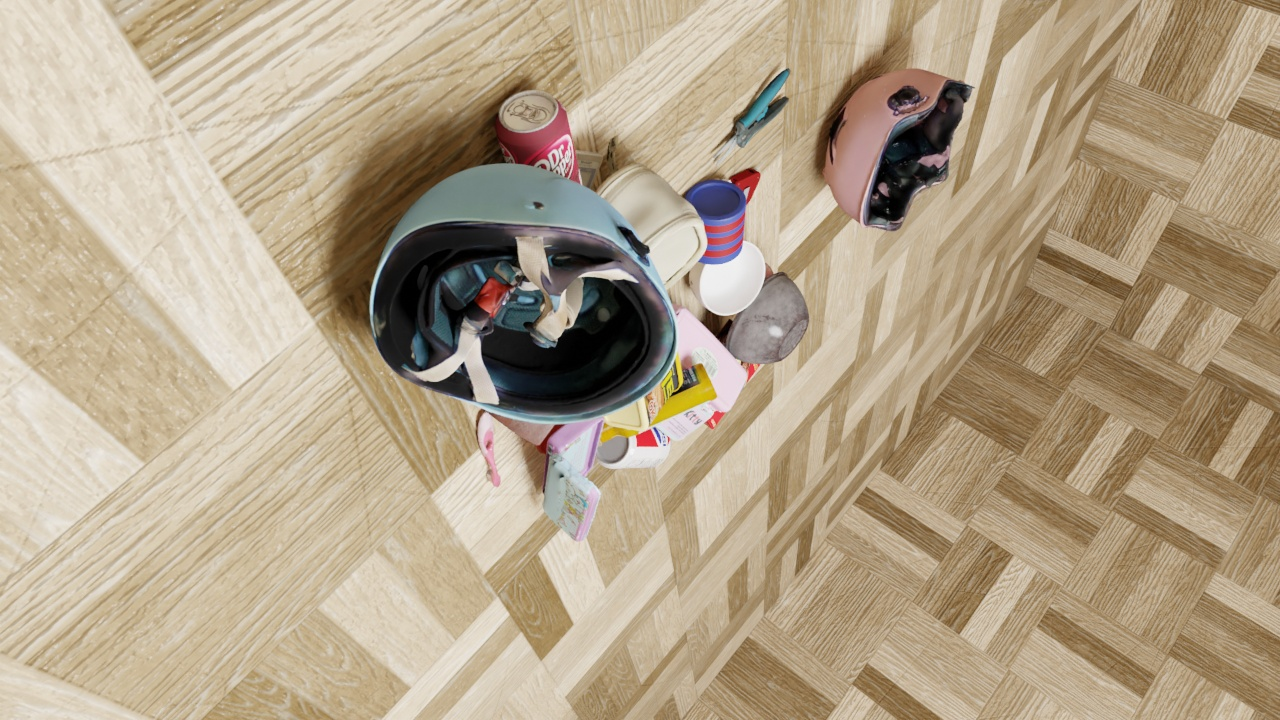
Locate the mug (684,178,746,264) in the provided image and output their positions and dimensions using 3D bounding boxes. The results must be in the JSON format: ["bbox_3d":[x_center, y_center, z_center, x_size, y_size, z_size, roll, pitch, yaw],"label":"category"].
[{"bbox_3d":[0.097,-0.186,1.152,0.076,0.075,0.111,87,19,-52],"label":"mug"}]

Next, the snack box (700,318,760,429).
[{"bbox_3d":[0.125,0.024,1.426,0.132,0.036,0.152,-53,157,-8],"label":"snack box"}]

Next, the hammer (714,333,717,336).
[{"bbox_3d":[0.119,-0.033,1.424,0.330,0.031,0.120,-23,140,-53],"label":"hammer"}]

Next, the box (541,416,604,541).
[{"bbox_3d":[-0.070,0.150,1.140,0.089,0.092,0.215,-37,165,-22],"label":"box"}]

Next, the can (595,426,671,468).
[{"bbox_3d":[-0.011,0.119,1.312,0.070,0.070,0.132,-60,154,9],"label":"can"}]

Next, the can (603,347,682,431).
[{"bbox_3d":[-0.007,0.007,1.125,0.100,0.073,0.131,-52,141,-45],"label":"can"}]

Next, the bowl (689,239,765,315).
[{"bbox_3d":[0.112,-0.119,1.242,0.104,0.054,0.105,-11,117,-23],"label":"bowl"}]

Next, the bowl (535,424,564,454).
[{"bbox_3d":[-0.097,0.055,1.127,0.121,0.035,0.122,-41,151,-29],"label":"bowl"}]

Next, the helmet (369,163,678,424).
[{"bbox_3d":[-0.090,-0.062,0.790,0.265,0.166,0.226,33,126,-31],"label":"helmet"}]

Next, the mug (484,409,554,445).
[{"bbox_3d":[-0.126,0.018,0.989,0.123,0.096,0.110,38,82,-29],"label":"mug"}]

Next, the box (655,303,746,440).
[{"bbox_3d":[0.059,0.026,1.269,0.155,0.059,0.201,-51,134,-2],"label":"box"}]

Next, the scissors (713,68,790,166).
[{"bbox_3d":[0.144,-0.304,1.143,0.120,0.019,0.151,-14,138,-59],"label":"scissors"}]

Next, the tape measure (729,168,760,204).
[{"bbox_3d":[0.136,-0.225,1.220,0.058,0.019,0.051,-32,146,-41],"label":"tape measure"}]

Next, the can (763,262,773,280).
[{"bbox_3d":[0.149,-0.114,1.319,0.076,0.067,0.067,-6,125,-59],"label":"can"}]

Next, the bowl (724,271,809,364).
[{"bbox_3d":[0.192,-0.048,1.319,0.144,0.067,0.145,-41,154,-26],"label":"bowl"}]

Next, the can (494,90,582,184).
[{"bbox_3d":[-0.090,-0.181,0.826,0.063,0.063,0.114,-46,153,-21],"label":"can"}]

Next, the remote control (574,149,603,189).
[{"bbox_3d":[-0.079,-0.150,0.942,0.050,0.011,0.136,-12,130,-56],"label":"remote control"}]

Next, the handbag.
[{"bbox_3d":[-0.026,-0.126,0.975,0.184,0.132,0.228,-45,168,19],"label":"handbag"}]

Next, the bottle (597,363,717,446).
[{"bbox_3d":[0.008,0.064,1.217,0.186,0.053,0.053,-24,152,3],"label":"bottle"}]

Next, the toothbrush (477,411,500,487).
[{"bbox_3d":[-0.177,0.103,1.070,0.021,0.016,0.135,-39,148,-33],"label":"toothbrush"}]

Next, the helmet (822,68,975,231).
[{"bbox_3d":[0.360,-0.319,1.347,0.255,0.152,0.230,-46,156,-18],"label":"helmet"}]
